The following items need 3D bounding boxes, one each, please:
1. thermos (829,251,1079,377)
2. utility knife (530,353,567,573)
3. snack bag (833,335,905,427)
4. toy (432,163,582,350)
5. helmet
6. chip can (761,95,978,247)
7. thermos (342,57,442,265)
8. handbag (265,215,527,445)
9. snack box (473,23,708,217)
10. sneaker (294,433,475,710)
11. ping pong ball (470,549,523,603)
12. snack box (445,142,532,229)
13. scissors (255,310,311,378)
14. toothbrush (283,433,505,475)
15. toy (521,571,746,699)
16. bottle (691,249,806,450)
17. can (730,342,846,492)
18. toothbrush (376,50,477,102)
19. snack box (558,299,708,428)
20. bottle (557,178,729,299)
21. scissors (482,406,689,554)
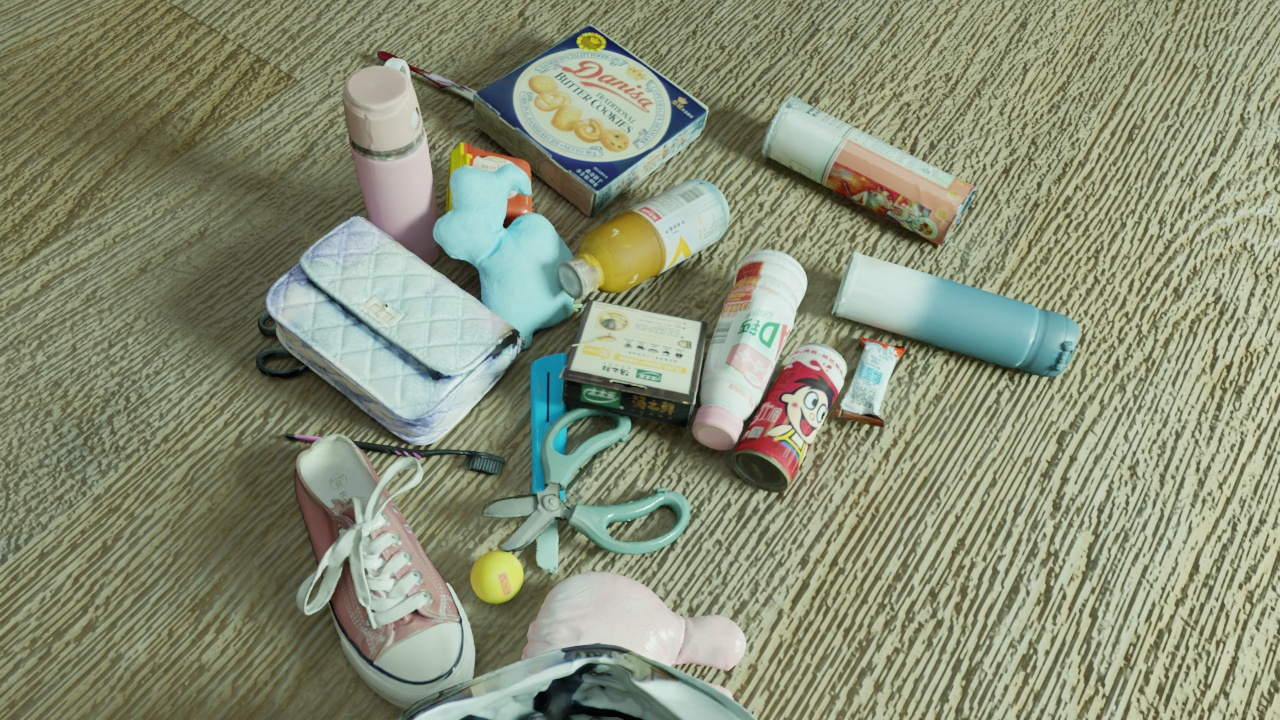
[{"bbox_3d":[0.294,-0.041,0.861,0.220,0.070,0.070,18,57,6],"label":"thermos"},{"bbox_3d":[-0.077,0.082,0.777,0.034,0.018,0.204,0,58,-5],"label":"utility knife"},{"bbox_3d":[0.210,0.017,0.836,0.048,0.026,0.104,15,57,13],"label":"snack bag"},{"bbox_3d":[-0.115,-0.095,0.843,0.156,0.050,0.161,19,82,-20],"label":"toy"},{"bbox_3d":[-0.040,0.300,0.556,0.258,0.146,0.228,-7,65,-14],"label":"helmet"},{"bbox_3d":[0.236,-0.198,0.955,0.215,0.071,0.071,31,59,16],"label":"chip can"},{"bbox_3d":[-0.219,-0.175,0.829,0.067,0.199,0.087,9,54,3],"label":"thermos"},{"bbox_3d":[-0.215,-0.028,0.796,0.194,0.076,0.133,35,61,10],"label":"handbag"},{"bbox_3d":[-0.053,-0.263,0.986,0.178,0.046,0.182,40,63,16],"label":"snack box"},{"bbox_3d":[-0.200,0.145,0.682,0.118,0.088,0.241,-25,60,-20],"label":"sneaker"},{"bbox_3d":[-0.110,0.166,0.704,0.040,0.040,0.040,2,56,-3],"label":"ping pong ball"},{"bbox_3d":[-0.148,-0.158,0.896,0.080,0.082,0.091,4,57,-14],"label":"snack box"},{"bbox_3d":[-0.264,-0.029,0.839,0.150,0.014,0.170,39,61,18],"label":"scissors"},{"bbox_3d":[-0.208,0.078,0.773,0.189,0.014,0.017,7,68,1],"label":"toothbrush"},{"bbox_3d":[-0.006,0.220,0.667,0.159,0.054,0.121,12,65,5],"label":"toy"},{"bbox_3d":[0.095,-0.010,0.820,0.068,0.068,0.196,18,57,8],"label":"bottle"},{"bbox_3d":[0.131,0.047,0.793,0.053,0.053,0.132,27,59,13],"label":"can"},{"bbox_3d":[-0.216,-0.305,1.027,0.187,0.017,0.016,26,55,10],"label":"toothbrush"},{"bbox_3d":[-0.005,0.005,0.795,0.113,0.053,0.125,11,41,3],"label":"snack box"},{"bbox_3d":[0.004,-0.112,0.867,0.189,0.068,0.068,-32,64,-33],"label":"bottle"},{"bbox_3d":[-0.049,0.094,0.755,0.174,0.019,0.175,0,55,-16],"label":"scissors"}]
